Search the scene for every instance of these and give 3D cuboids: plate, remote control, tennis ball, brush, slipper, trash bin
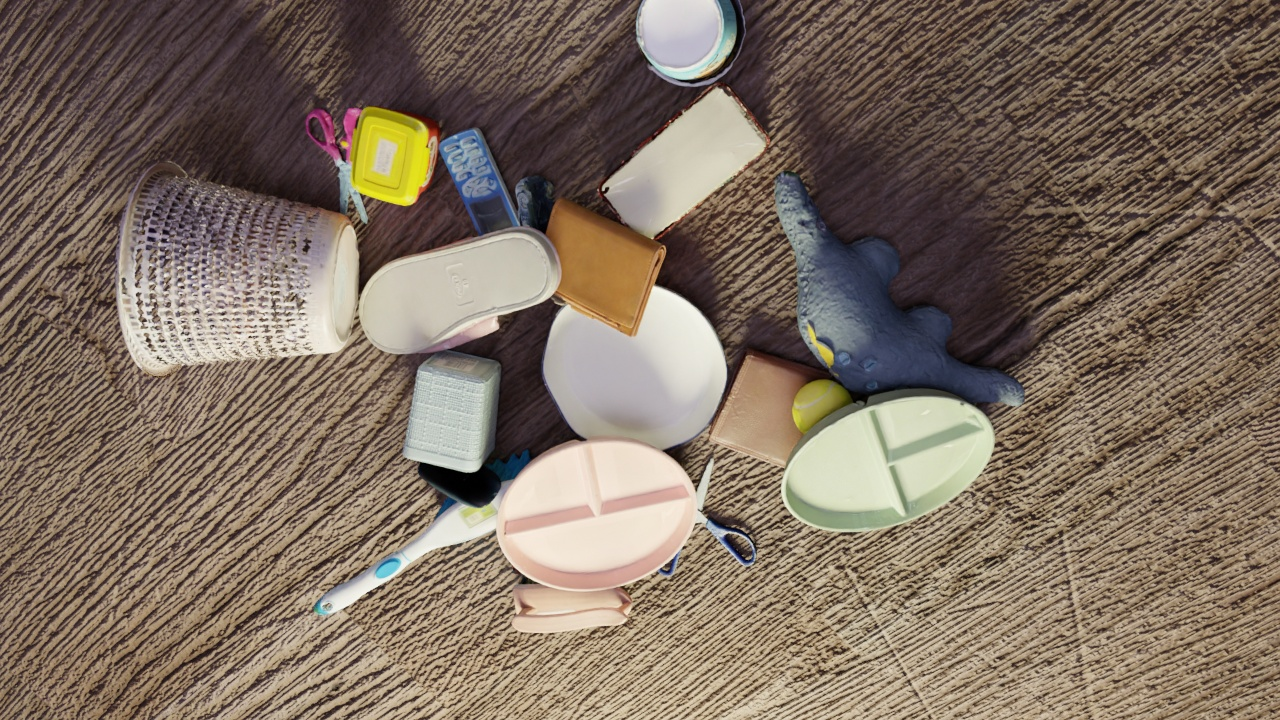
[{"bbox_3d":[0.260,0.108,0.976,0.230,0.027,0.231,-5,136,-5],"label":"plate"},{"bbox_3d":[-0.216,0.131,1.068,0.136,0.053,0.024,19,155,40],"label":"remote control"},{"bbox_3d":[-0.006,0.006,1.024,0.205,0.045,0.205,3,111,8],"label":"plate"},{"bbox_3d":[0.194,0.053,0.975,0.065,0.065,0.065,3,109,7],"label":"tennis ball"},{"bbox_3d":[-0.170,-0.186,0.991,0.049,0.024,0.125,-17,110,14],"label":"remote control"},{"bbox_3d":[-0.082,0.302,1.125,0.146,0.073,0.063,-4,109,7],"label":"brush"},{"bbox_3d":[-0.199,-0.077,1.009,0.275,0.054,0.114,-17,97,28],"label":"slipper"},{"bbox_3d":[-0.411,-0.089,0.976,0.192,0.227,0.228,4,110,-6],"label":"trash bin"},{"bbox_3d":[-0.251,0.209,1.098,0.315,0.109,0.060,-29,105,17],"label":"brush"},{"bbox_3d":[-0.050,0.175,1.048,0.229,0.028,0.230,-5,124,-8],"label":"plate"}]

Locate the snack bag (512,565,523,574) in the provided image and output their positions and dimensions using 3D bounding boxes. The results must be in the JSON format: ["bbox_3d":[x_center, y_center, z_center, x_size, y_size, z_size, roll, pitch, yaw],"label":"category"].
[{"bbox_3d":[-0.127,0.217,1.124,0.048,0.026,0.104,6,115,-23],"label":"snack bag"}]

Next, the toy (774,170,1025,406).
[{"bbox_3d":[0.240,-0.042,0.947,0.356,0.091,0.138,43,97,-10],"label":"toy"}]

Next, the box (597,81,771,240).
[{"bbox_3d":[0.044,-0.196,0.928,0.169,0.076,0.091,-37,100,19],"label":"box"}]

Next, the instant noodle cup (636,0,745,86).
[{"bbox_3d":[0.041,-0.312,0.863,0.111,0.120,0.111,3,109,8],"label":"instant noodle cup"}]

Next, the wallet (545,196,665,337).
[{"bbox_3d":[-0.045,-0.096,0.951,0.132,0.031,0.108,28,113,23],"label":"wallet"}]

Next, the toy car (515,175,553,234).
[{"bbox_3d":[-0.111,-0.153,0.986,0.034,0.042,0.091,10,120,41],"label":"toy car"}]

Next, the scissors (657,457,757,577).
[{"bbox_3d":[0.066,0.196,1.097,0.176,0.012,0.163,38,111,-5],"label":"scissors"}]

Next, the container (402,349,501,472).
[{"bbox_3d":[-0.212,0.054,1.050,0.090,0.089,0.111,12,107,4],"label":"container"}]

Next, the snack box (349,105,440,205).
[{"bbox_3d":[-0.254,-0.218,0.963,0.082,0.080,0.091,17,111,1],"label":"snack box"}]

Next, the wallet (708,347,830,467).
[{"bbox_3d":[0.143,0.053,1.026,0.101,0.032,0.125,20,111,-3],"label":"wallet"}]

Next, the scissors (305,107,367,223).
[{"bbox_3d":[-0.335,-0.214,1.013,0.093,0.017,0.138,14,114,2],"label":"scissors"}]
